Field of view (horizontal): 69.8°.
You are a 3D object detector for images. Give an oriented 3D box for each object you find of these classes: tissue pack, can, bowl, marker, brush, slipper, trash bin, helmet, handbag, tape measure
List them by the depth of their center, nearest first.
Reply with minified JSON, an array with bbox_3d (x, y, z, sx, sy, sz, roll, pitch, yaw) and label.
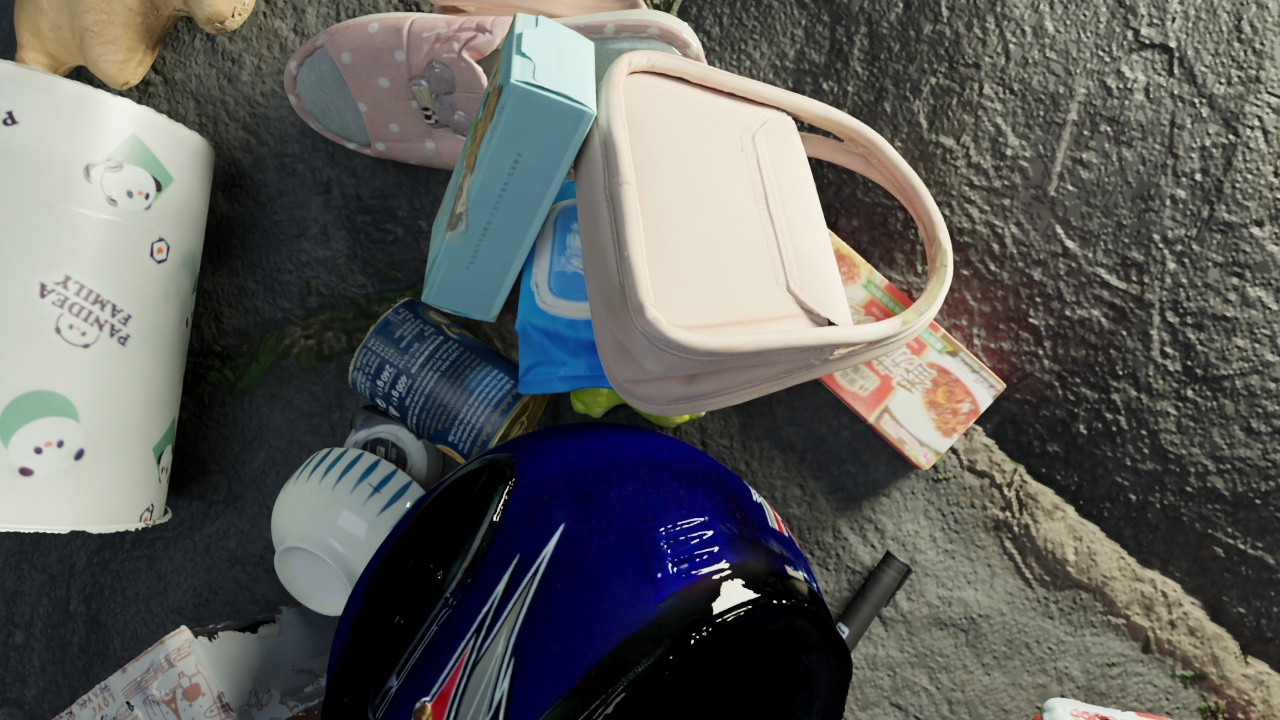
[{"bbox_3d":[-0.055,0.181,0.501,0.315,0.240,0.247,-50,128,-10],"label":"helmet"},{"bbox_3d":[0.081,-0.074,0.535,0.234,0.094,0.193,-2,67,-17],"label":"handbag"},{"bbox_3d":[-0.391,-0.038,0.576,0.230,0.229,0.251,11,85,8],"label":"trash bin"},{"bbox_3d":[-0.094,-0.167,0.581,0.274,0.114,0.054,-1,50,6],"label":"slipper"},{"bbox_3d":[-0.029,-0.053,0.582,0.095,0.052,0.157,0,68,8],"label":"tissue pack"},{"bbox_3d":[-0.190,0.121,0.591,0.116,0.066,0.117,11,123,17],"label":"bowl"},{"bbox_3d":[0.131,0.181,0.593,0.022,0.020,0.132,32,93,-22],"label":"marker"},{"bbox_3d":[-0.064,-0.223,0.597,0.146,0.073,0.063,8,87,6],"label":"brush"},{"bbox_3d":[-0.126,0.017,0.603,0.111,0.075,0.075,33,94,8],"label":"can"},{"bbox_3d":[-0.171,0.070,0.631,0.066,0.033,0.066,21,94,10],"label":"tape measure"}]

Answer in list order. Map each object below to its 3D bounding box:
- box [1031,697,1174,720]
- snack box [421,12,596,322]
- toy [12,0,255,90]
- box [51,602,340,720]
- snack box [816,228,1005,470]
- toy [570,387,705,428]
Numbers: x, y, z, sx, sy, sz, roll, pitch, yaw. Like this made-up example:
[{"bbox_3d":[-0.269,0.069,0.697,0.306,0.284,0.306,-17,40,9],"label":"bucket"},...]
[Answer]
[{"bbox_3d":[0.330,0.262,0.521,0.201,0.101,0.095,10,90,9],"label":"box"},{"bbox_3d":[-0.082,-0.109,0.547,0.051,0.074,0.175,15,134,-21],"label":"snack box"},{"bbox_3d":[-0.373,-0.259,0.639,0.226,0.082,0.143,-23,74,10],"label":"toy"},{"bbox_3d":[-0.217,0.255,0.556,0.154,0.182,0.184,-35,76,7],"label":"box"},{"bbox_3d":[0.148,-0.007,0.588,0.153,0.025,0.075,43,95,6],"label":"snack box"},{"bbox_3d":[-0.004,0.004,0.607,0.100,0.031,0.096,-23,84,8],"label":"toy"}]
